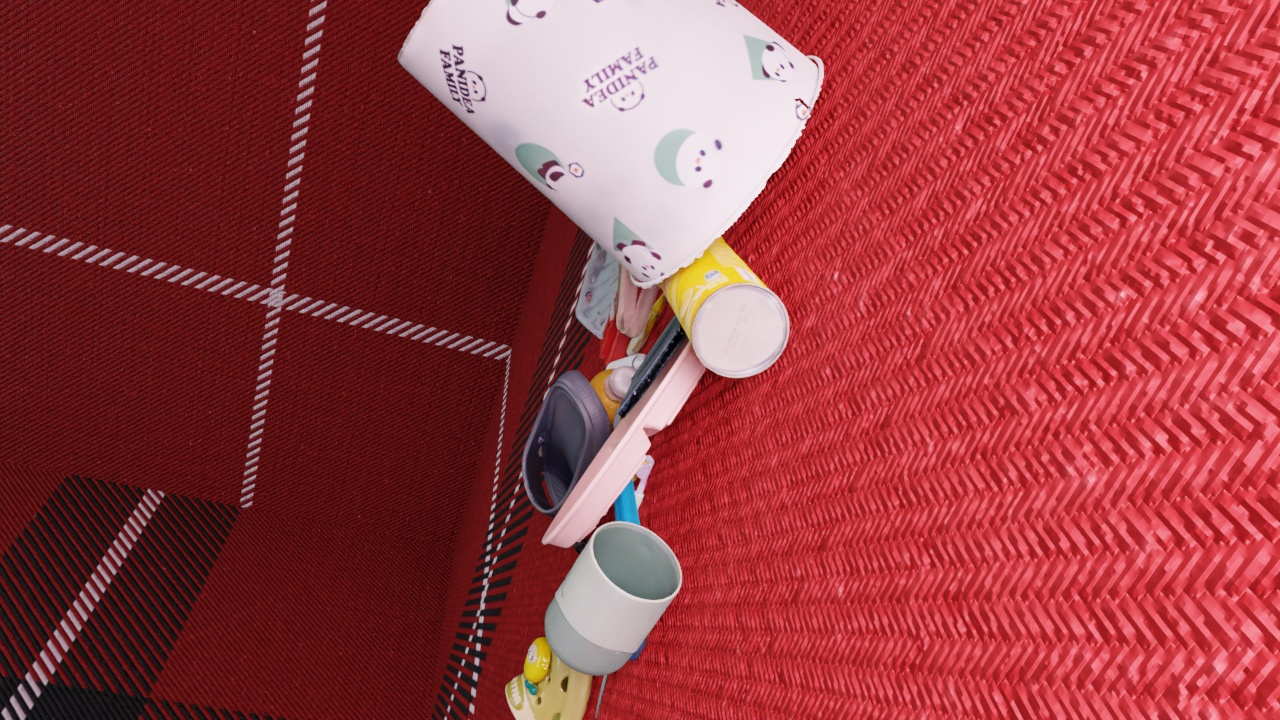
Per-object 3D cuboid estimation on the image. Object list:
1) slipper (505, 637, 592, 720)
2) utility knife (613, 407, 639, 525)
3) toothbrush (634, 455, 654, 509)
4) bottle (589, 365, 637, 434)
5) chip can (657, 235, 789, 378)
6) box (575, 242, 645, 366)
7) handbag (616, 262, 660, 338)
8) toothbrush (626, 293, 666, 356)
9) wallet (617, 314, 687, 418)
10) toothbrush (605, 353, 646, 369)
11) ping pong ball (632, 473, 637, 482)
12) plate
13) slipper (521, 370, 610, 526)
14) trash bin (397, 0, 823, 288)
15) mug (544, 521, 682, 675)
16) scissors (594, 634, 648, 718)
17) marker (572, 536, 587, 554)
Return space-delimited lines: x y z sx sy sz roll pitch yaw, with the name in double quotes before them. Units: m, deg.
"slipper" -0.101 0.359 0.961 0.091 0.081 0.191 -132 54 -73
"utility knife" -0.016 0.120 0.891 0.191 0.018 0.034 -99 27 -44
"toothbrush" -0.023 0.178 0.940 0.029 0.021 0.189 -39 -28 -61
"bottle" -0.040 0.056 1.040 0.190 0.068 0.068 128 153 -63
"chip can" 0.056 -0.056 0.724 0.213 0.072 0.072 -112 37 -69
"box" -0.025 -0.108 1.182 0.161 0.060 0.201 56 134 52
"handbag" 0.008 -0.136 0.985 0.193 0.093 0.235 -98 22 -63
"toothbrush" 0.017 -0.049 1.029 0.192 0.016 0.018 122 149 -55
"wallet" 0.017 -0.003 0.813 0.097 0.019 0.120 -55 2 15
"toothbrush" -0.006 0.006 1.042 0.221 0.026 0.026 162 109 -76
"ping pong ball" -0.020 0.111 0.953 0.040 0.040 0.040 -167 91 -78
"plate" -0.008 0.069 0.792 0.229 0.028 0.229 -54 0 0
"slipper" -0.095 0.114 1.025 0.110 0.083 0.269 52 152 27
"trash bin" -0.028 -0.222 0.706 0.230 0.252 0.229 -46 20 22
"mug" -0.021 0.193 0.763 0.107 0.082 0.111 -61 -8 29
"scissors" -0.019 0.252 0.861 0.176 0.012 0.162 132 149 -66
"marker" -0.085 0.218 1.179 0.132 0.020 0.022 -152 65 -77
